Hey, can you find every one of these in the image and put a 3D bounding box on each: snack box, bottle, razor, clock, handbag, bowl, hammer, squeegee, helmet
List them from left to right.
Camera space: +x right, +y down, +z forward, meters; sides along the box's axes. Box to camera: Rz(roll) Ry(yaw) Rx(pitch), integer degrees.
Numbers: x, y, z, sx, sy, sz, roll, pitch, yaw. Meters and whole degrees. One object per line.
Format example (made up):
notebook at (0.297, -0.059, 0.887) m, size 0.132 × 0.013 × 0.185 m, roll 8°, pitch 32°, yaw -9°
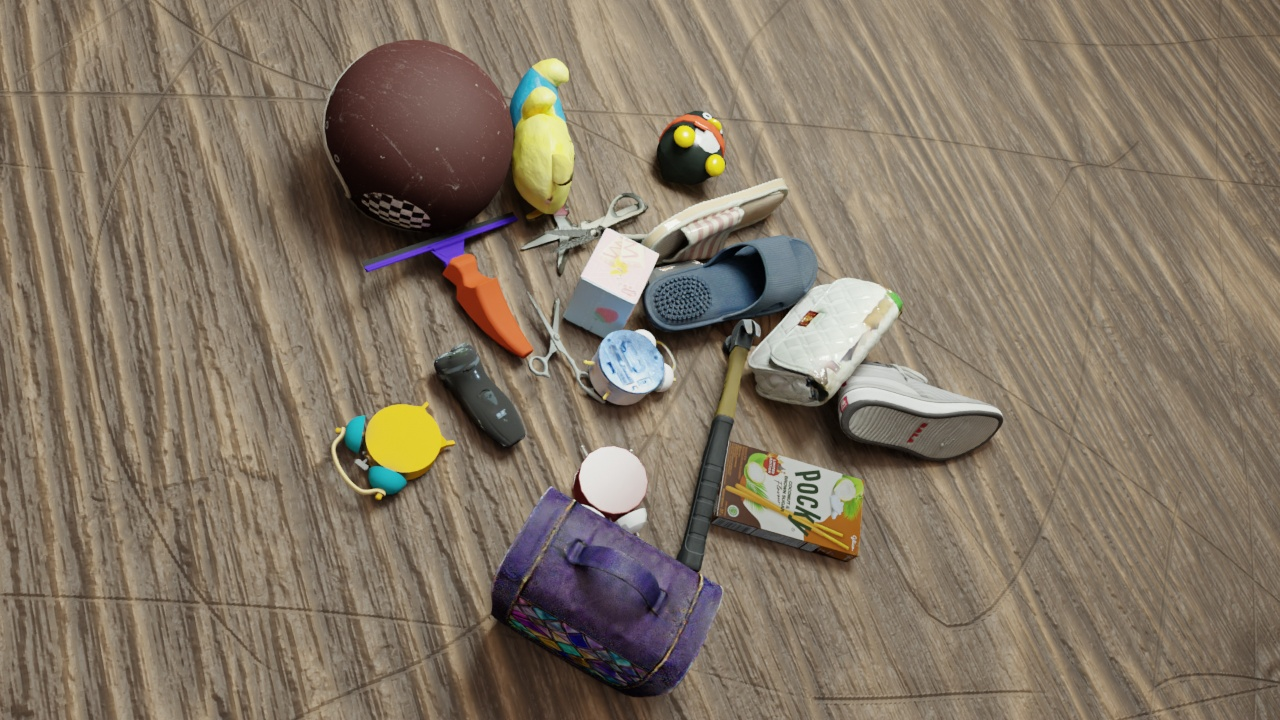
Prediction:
clock at (-0.282, 0.098, 1.041) m, size 0.129 × 0.044 × 0.099 m, roll -28°, pitch 75°, yaw -33°
helmet at (-0.275, -0.280, 1.142) m, size 0.234 × 0.254 × 0.233 m, roll 29°, pitch 70°, yaw -10°
squeegee at (-0.197, -0.078, 1.142) m, size 0.185 × 0.055 × 0.248 m, roll 51°, pitch 43°, yaw 8°
razor at (-0.186, 0.040, 1.083) m, size 0.052 × 0.064 × 0.140 m, roll -35°, pitch 77°, yaw -27°
handbag at (-0.040, 0.238, 0.939) m, size 0.205 × 0.223 × 0.125 m, roll 31°, pitch 60°, yaw 1°
clock at (-0.037, 0.157, 1.082) m, size 0.087 × 0.044 × 0.124 m, roll 6°, pitch 63°, yaw -14°
snack box at (-0.037, -0.095, 1.172) m, size 0.079 × 0.093 × 0.094 m, roll 27°, pitch 53°, yaw -3°
clock at (-0.007, 0.007, 1.156) m, size 0.125 × 0.052 × 0.089 m, roll -17°, pitch 71°, yaw -34°
bottle at (0.057, -0.109, 1.238) m, size 0.112 × 0.047 × 0.047 m, roll -15°, pitch 70°, yaw -22°
hammer at (0.096, 0.098, 1.122) m, size 0.025 × 0.118 × 0.332 m, roll 18°, pitch 66°, yaw -5°
bowl at (0.150, -0.081, 1.260) m, size 0.119 × 0.032 × 0.119 m, roll 7°, pitch 63°, yaw -13°
snack box at (0.184, 0.176, 1.145) m, size 0.186 × 0.032 × 0.100 m, roll 17°, pitch 61°, yaw -8°
handbag at (0.236, -0.028, 1.195) m, size 0.194 × 0.139 × 0.072 m, roll -46°, pitch 125°, yaw -29°

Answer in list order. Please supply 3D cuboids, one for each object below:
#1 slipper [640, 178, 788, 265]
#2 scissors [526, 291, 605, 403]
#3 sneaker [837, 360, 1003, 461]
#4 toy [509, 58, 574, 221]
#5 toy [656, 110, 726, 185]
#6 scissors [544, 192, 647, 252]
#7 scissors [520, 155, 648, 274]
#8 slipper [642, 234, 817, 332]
slipper at (0.110, -0.183, 1.254) m, size 0.262 × 0.115 × 0.052 m, roll -26°, pitch 75°, yaw -32°
scissors at (-0.096, -0.014, 1.156) m, size 0.165 × 0.014 × 0.141 m, roll 41°, pitch 38°, yaw -13°
sneaker at (0.364, 0.055, 1.232) m, size 0.262 × 0.097 × 0.128 m, roll 10°, pitch 38°, yaw -22°
toy at (-0.131, -0.286, 1.207) m, size 0.084 × 0.149 × 0.213 m, roll -1°, pitch 61°, yaw -7°
toy at (0.076, -0.311, 1.314) m, size 0.097 × 0.100 × 0.119 m, roll 39°, pitch 52°, yaw -20°
scissors at (-0.049, -0.181, 1.243) m, size 0.163 × 0.013 × 0.153 m, roll 23°, pitch 68°, yaw -19°
scissors at (-0.075, -0.201, 1.262) m, size 0.179 × 0.015 × 0.199 m, roll 4°, pitch 65°, yaw -14°
slipper at (0.132, -0.103, 1.192) m, size 0.263 × 0.083 × 0.101 m, roll -19°, pitch 84°, yaw -21°
